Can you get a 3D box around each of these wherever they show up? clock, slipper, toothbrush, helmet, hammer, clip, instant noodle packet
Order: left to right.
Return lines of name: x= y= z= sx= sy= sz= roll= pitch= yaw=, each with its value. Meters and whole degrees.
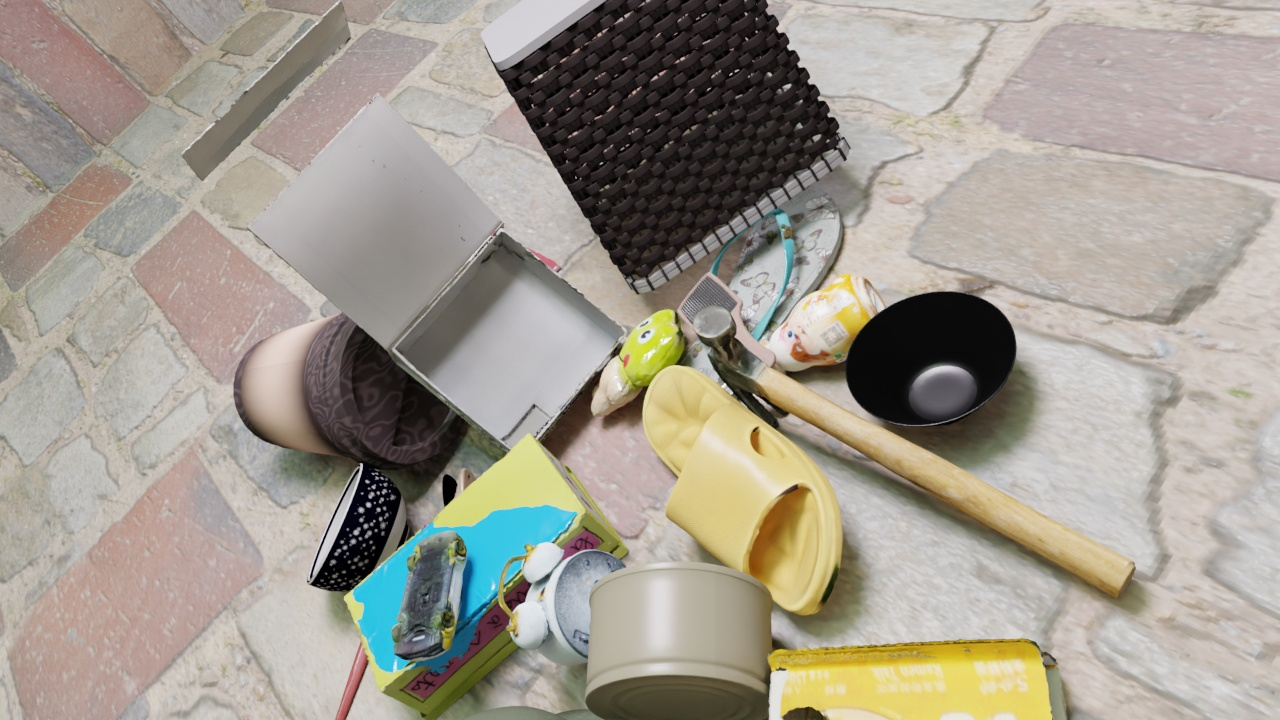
toothbrush: x=-0.257 y=0.281 z=0.817 sx=0.016 sy=0.016 sz=0.189 roll=-9 pitch=50 yaw=29
clip: x=-0.183 y=0.135 z=0.886 sx=0.045 sy=0.025 sz=0.060 roll=-15 pitch=51 yaw=23
helmet: x=-0.074 y=0.318 z=0.561 sx=0.227 sy=0.154 sz=0.268 roll=-45 pitch=43 yaw=-8
clock: x=-0.055 y=0.183 z=0.692 sx=0.057 sy=0.117 sz=0.083 roll=-32 pitch=37 yaw=43
slipper: x=0.058 y=0.083 z=0.707 sx=0.263 sy=0.078 sz=0.100 roll=48 pitch=119 yaw=51
slipper: x=0.109 y=-0.070 z=0.847 sx=0.098 sy=0.055 sz=0.268 roll=13 pitch=64 yaw=38
hammer: x=0.181 y=0.066 z=0.655 sx=0.331 sy=0.132 sz=0.033 roll=31 pitch=73 yaw=35
instant noodle packet: x=0.159 y=0.275 z=0.509 sx=0.163 sy=0.084 sz=0.221 roll=-13 pitch=54 yaw=27

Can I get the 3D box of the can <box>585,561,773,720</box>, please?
can: x=0.027 y=0.196 z=0.619 sx=0.128 sy=0.128 sz=0.073 roll=-16 pitch=49 yaw=22

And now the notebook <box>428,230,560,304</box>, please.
notebook: x=-0.203 y=-0.092 z=1.103 sx=0.153 sy=0.012 sz=0.209 roll=-47 pitch=44 yaw=-11

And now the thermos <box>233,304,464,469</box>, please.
thermos: x=-0.313 y=0.027 z=0.970 sx=0.227 sy=0.172 sz=0.172 roll=-4 pitch=52 yaw=39

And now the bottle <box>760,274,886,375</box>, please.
bottle: x=0.151 y=-0.025 z=0.772 sx=0.109 sy=0.063 sz=0.063 roll=-31 pitch=41 yaw=27

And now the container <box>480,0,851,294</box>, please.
container: x=0.010 y=-0.263 z=0.897 sx=0.246 sy=0.244 sz=0.247 roll=-34 pitch=29 yaw=5

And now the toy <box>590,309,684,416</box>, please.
toy: x=-0.005 y=0.005 z=0.855 sx=0.118 sy=0.043 sz=0.092 roll=-44 pitch=19 yaw=14

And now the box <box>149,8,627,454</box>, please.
box: x=-0.208 y=-0.096 z=0.842 sx=0.166 sy=0.418 sz=0.108 roll=-51 pitch=14 yaw=-14

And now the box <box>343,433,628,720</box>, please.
box: x=-0.134 y=0.181 z=0.780 sx=0.221 sy=0.079 sz=0.124 roll=-44 pitch=43 yaw=-3

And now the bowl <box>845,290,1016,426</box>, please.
bowl: x=0.224 y=0.011 z=0.698 sx=0.124 sy=0.052 sz=0.123 roll=-18 pitch=46 yaw=20

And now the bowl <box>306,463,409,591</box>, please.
bowl: x=-0.259 y=0.165 z=0.871 sx=0.120 sy=0.066 sz=0.120 roll=-53 pitch=21 yaw=31

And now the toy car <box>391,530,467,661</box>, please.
toy car: x=-0.160 y=0.184 z=0.714 sx=0.048 sy=0.033 sz=0.105 roll=-21 pitch=43 yaw=21

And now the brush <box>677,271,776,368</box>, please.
brush: x=0.076 y=-0.031 z=0.806 sx=0.050 sy=0.015 sz=0.135 roll=-51 pitch=42 yaw=10
